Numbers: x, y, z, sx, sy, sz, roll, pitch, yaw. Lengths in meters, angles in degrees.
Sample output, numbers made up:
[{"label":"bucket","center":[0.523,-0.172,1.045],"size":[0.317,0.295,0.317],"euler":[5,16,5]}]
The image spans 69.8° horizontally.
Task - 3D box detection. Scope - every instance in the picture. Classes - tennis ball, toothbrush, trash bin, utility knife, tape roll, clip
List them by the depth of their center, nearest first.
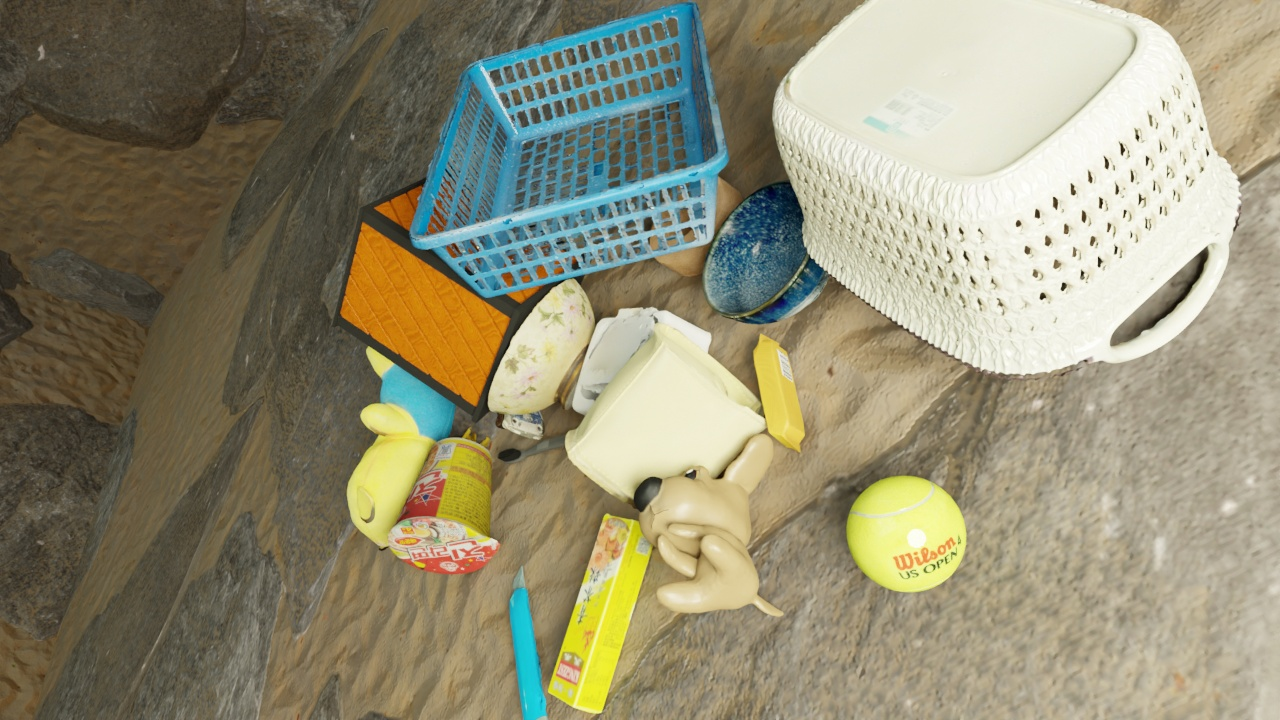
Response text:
[{"label":"tennis ball","center":[0.151,0.098,0.523],"size":[0.065,0.065,0.065],"euler":[-31,45,37]},{"label":"utility knife","center":[-0.098,0.249,0.792],"size":[0.031,0.015,0.174],"euler":[-44,37,20]},{"label":"tape roll","center":[0.050,-0.125,0.838],"size":[0.094,0.027,0.093],"euler":[-31,45,37]},{"label":"trash bin","center":[-0.172,-0.067,0.888],"size":[0.139,0.172,0.140],"euler":[-47,-13,-53]},{"label":"toothbrush","center":[-0.085,0.082,0.893],"size":[0.168,0.013,0.012],"euler":[-19,53,43]},{"label":"clip","center":[-0.192,0.095,1.011],"size":[0.046,0.047,0.054],"euler":[46,109,29]}]

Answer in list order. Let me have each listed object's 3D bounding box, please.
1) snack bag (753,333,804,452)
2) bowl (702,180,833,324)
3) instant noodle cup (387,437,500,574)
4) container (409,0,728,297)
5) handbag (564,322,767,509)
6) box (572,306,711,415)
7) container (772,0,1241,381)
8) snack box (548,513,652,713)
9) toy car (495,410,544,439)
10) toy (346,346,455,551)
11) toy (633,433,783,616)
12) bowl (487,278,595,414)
[{"label":"snack bag","center":[0.101,0.023,0.675],"size":[0.020,0.026,0.099],"euler":[-32,46,30]},{"label":"bowl","center":[0.108,-0.073,0.700],"size":[0.115,0.060,0.114],"euler":[-34,41,37]},{"label":"instant noodle cup","center":[-0.193,0.142,0.926],"size":[0.101,0.100,0.112],"euler":[-36,35,34]},{"label":"container","center":[-0.051,-0.198,0.845],"size":[0.257,0.089,0.361],"euler":[-13,38,10]},{"label":"handbag","center":[0.019,0.051,0.692],"size":[0.119,0.111,0.081],"euler":[-50,9,13]},{"label":"box","center":[-0.013,0.000,0.781],"size":[0.107,0.095,0.102],"euler":[-2,67,50]},{"label":"container","center":[0.190,-0.115,0.525],"size":[0.185,0.143,0.251],"euler":[-43,41,0]},{"label":"snack box","center":[-0.029,0.197,0.725],"size":[0.040,0.029,0.147],"euler":[0,68,53]},{"label":"toy car","center":[-0.127,0.040,0.941],"size":[0.041,0.048,0.112],"euler":[-56,36,20]},{"label":"toy","center":[-0.257,0.099,1.004],"size":[0.084,0.149,0.213],"euler":[4,72,18]},{"label":"toy","center":[0.045,0.121,0.627],"size":[0.134,0.105,0.108],"euler":[-52,24,22]},{"label":"bowl","center":[-0.077,0.001,0.862],"size":[0.145,0.063,0.145],"euler":[-56,-7,-10]}]
